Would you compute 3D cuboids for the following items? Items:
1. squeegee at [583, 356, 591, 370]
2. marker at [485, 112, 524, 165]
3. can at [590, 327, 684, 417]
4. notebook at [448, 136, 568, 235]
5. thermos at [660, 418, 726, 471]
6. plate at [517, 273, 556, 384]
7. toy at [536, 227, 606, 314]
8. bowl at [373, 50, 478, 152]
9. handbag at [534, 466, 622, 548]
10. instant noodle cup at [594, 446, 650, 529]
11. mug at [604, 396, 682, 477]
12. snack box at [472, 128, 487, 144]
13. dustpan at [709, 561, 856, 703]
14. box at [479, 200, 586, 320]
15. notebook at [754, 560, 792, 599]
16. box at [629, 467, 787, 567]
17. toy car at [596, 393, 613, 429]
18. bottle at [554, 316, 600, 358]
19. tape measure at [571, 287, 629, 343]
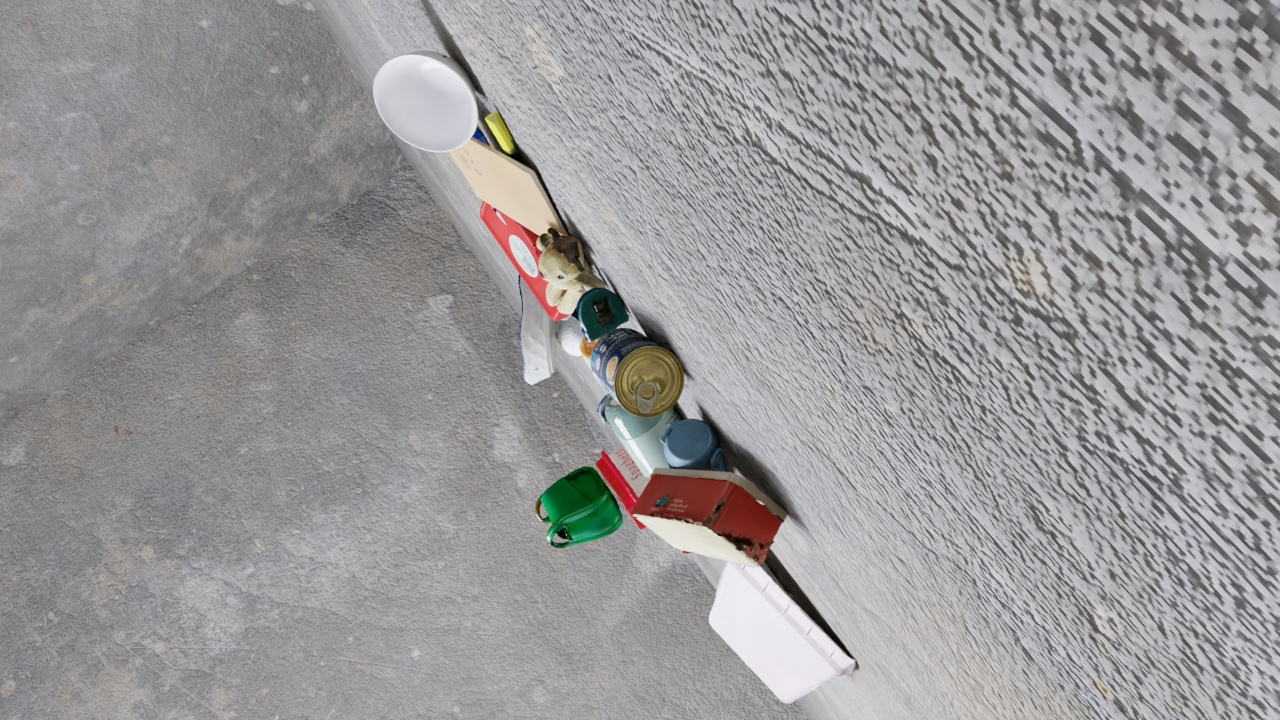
[{"bbox_3d":[-0.077,-0.015,1.485,0.246,0.039,0.246,56,173,-4],"label":"squeegee"},{"bbox_3d":[-0.139,-0.227,1.028,0.018,0.015,0.124,39,167,41],"label":"marker"},{"bbox_3d":[-0.006,0.010,0.984,0.075,0.075,0.111,58,173,-20],"label":"can"},{"bbox_3d":[-0.165,-0.210,1.101,0.208,0.008,0.148,34,163,35],"label":"notebook"},{"bbox_3d":[0.071,0.132,1.083,0.070,0.070,0.221,52,172,26],"label":"thermos"},{"bbox_3d":[-0.155,-0.065,1.396,0.205,0.045,0.205,175,94,-87],"label":"plate"},{"bbox_3d":[-0.091,-0.099,1.073,0.105,0.066,0.157,48,165,10],"label":"toy"},{"bbox_3d":[-0.229,-0.301,1.023,0.064,0.118,0.118,-75,-34,-43],"label":"bowl"},{"bbox_3d":[-0.096,0.226,1.388,0.068,0.120,0.131,64,173,-24],"label":"handbag"},{"bbox_3d":[0.016,0.167,1.358,0.116,0.124,0.117,51,172,38],"label":"instant noodle cup"},{"bbox_3d":[0.013,0.077,1.190,0.106,0.082,0.111,57,-156,-15],"label":"mug"},{"bbox_3d":[-0.239,-0.303,1.280,0.157,0.026,0.084,49,171,42],"label":"snack box"},{"bbox_3d":[0.212,0.359,1.309,0.222,0.138,0.274,46,143,20],"label":"dustpan"},{"bbox_3d":[-0.141,-0.146,1.212,0.201,0.048,0.087,54,143,16],"label":"box"},{"bbox_3d":[0.171,0.304,1.424,0.150,0.012,0.209,56,173,1],"label":"notebook"},{"bbox_3d":[0.065,0.171,0.968,0.091,0.079,0.169,39,159,-21],"label":"box"},{"bbox_3d":[-0.013,0.097,1.413,0.120,0.054,0.037,40,169,-22],"label":"toy car"},{"bbox_3d":[-0.088,-0.036,1.358,0.063,0.063,0.108,59,173,-26],"label":"bottle"},{"bbox_3d":[-0.046,-0.054,1.030,0.054,0.058,0.025,63,171,-23],"label":"tape measure"}]
